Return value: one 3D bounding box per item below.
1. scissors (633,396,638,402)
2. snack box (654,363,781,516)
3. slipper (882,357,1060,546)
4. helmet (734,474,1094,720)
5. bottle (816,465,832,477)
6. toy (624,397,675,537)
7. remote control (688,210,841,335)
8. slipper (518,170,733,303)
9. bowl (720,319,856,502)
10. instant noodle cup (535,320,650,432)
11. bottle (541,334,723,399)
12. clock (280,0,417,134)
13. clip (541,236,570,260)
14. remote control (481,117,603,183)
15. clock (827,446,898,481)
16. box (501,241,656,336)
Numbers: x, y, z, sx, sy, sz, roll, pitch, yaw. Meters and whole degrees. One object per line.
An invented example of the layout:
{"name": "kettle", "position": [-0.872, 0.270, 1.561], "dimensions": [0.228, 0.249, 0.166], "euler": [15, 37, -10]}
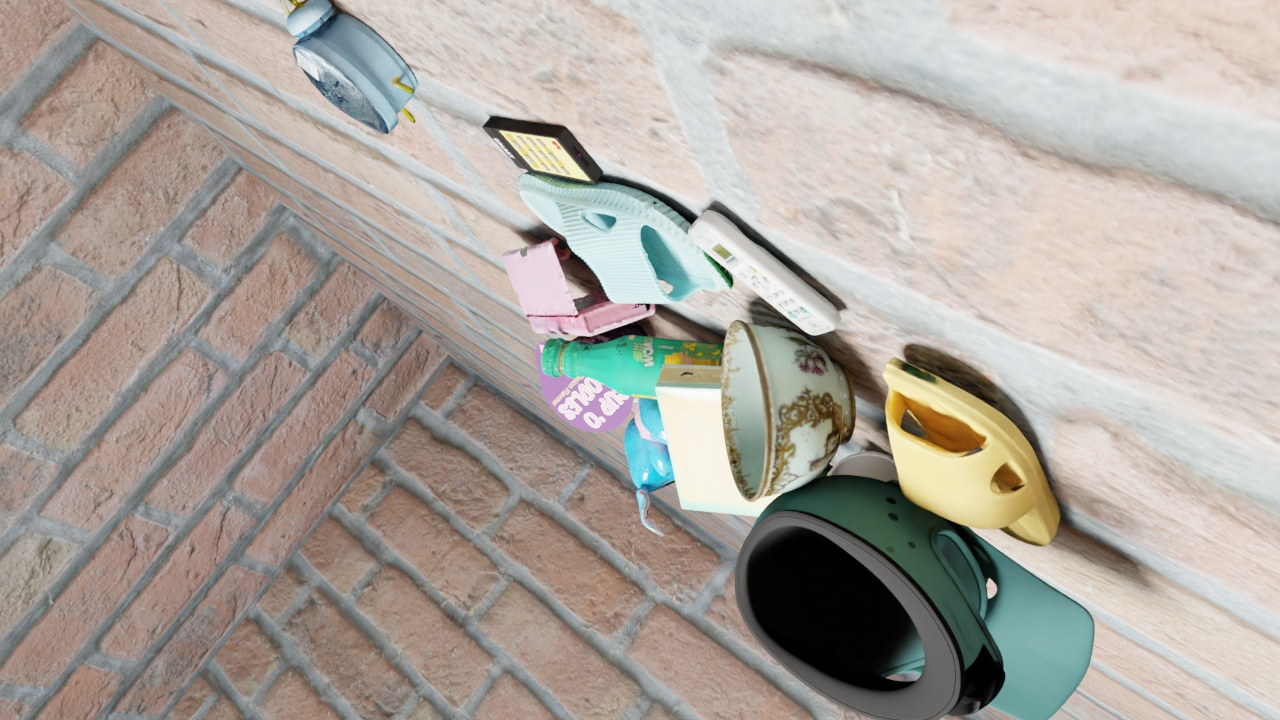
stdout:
{"name": "scissors", "position": [0.033, 0.058, 1.269], "dimensions": [0.123, 0.016, 0.125], "euler": [17, -162, 37]}
{"name": "snack box", "position": [0.101, 0.089, 0.968], "dimensions": [0.142, 0.044, 0.194], "euler": [3, 133, 18]}
{"name": "slipper", "position": [0.261, 0.095, 0.731], "dimensions": [0.099, 0.078, 0.263], "euler": [25, 166, 48]}
{"name": "helmet", "position": [0.227, 0.207, 0.797], "dimensions": [0.199, 0.176, 0.275], "euler": [1, -158, -47]}
{"name": "bottle", "position": [0.194, 0.123, 1.178], "dimensions": [0.123, 0.033, 0.033], "euler": [33, 169, 21]}
{"name": "toy", "position": [0.029, 0.089, 1.100], "dimensions": [0.099, 0.223, 0.192], "euler": [16, 144, 5]}
{"name": "remote control", "position": [0.097, -0.068, 0.707], "dimensions": [0.133, 0.022, 0.050], "euler": [38, 170, -6]}
{"name": "slipper", "position": [-0.033, -0.110, 0.831], "dimensions": [0.276, 0.069, 0.116], "euler": [27, 162, 45]}
{"name": "bowl", "position": [0.133, 0.041, 0.807], "dimensions": [0.094, 0.159, 0.160], "euler": [-3, 172, -7]}
{"name": "instant noodle cup", "position": [-0.048, 0.001, 1.137], "dimensions": [0.137, 0.121, 0.122], "euler": [43, 125, -2]}
{"name": "bottle", "position": [-0.006, 0.006, 1.012], "dimensions": [0.210, 0.068, 0.068], "euler": [6, 159, 17]}
{"name": "clock", "position": [-0.289, -0.291, 0.893], "dimensions": [0.162, 0.060, 0.118], "euler": [40, 169, -10]}
{"name": "clip", "position": [-0.108, -0.134, 1.083], "dimensions": [0.060, 0.023, 0.045], "euler": [26, 160, 40]}
{"name": "remote control", "position": [-0.090, -0.188, 0.816], "dimensions": [0.133, 0.013, 0.058], "euler": [24, 163, 50]}
{"name": "clock", "position": [0.224, 0.167, 0.945], "dimensions": [0.120, 0.159, 0.061], "euler": [35, 160, 10]}
{"name": "box", "position": [-0.080, -0.094, 1.074], "dimensions": [0.233, 0.106, 0.115], "euler": [-170, 63, -70]}
